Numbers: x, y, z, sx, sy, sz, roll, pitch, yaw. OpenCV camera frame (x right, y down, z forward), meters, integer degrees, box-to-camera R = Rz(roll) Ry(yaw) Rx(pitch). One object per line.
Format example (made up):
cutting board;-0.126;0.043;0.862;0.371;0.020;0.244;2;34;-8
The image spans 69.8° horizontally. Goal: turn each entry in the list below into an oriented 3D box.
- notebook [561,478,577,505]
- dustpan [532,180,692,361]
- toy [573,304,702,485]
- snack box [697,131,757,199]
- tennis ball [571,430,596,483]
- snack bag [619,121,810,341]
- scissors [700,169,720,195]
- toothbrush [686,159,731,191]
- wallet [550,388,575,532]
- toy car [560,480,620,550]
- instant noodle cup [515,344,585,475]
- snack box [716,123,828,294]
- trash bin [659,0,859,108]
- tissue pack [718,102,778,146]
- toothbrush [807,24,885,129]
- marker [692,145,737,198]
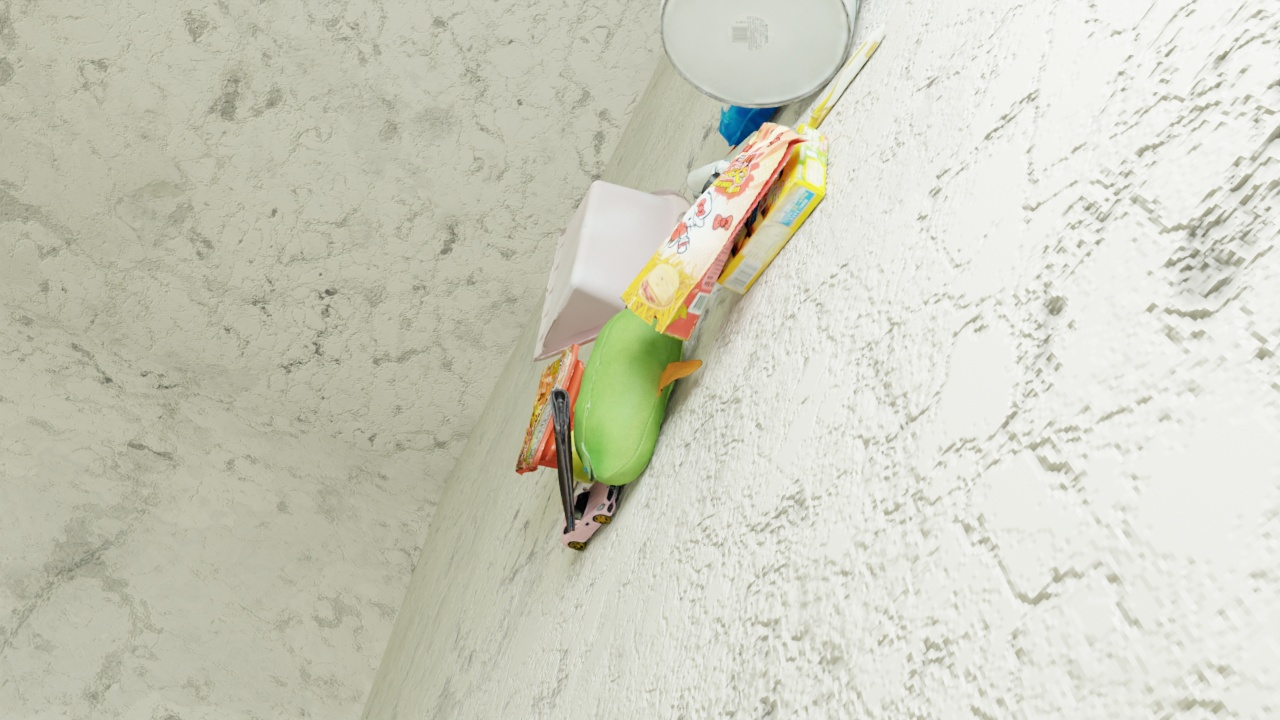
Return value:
notebook;-0.065;0.078;1.241;0.147;0.008;0.208;-100;32;-70
dustpan;-0.035;-0.119;1.245;0.274;0.138;0.222;133;150;-63
toy;-0.010;0.020;0.947;0.228;0.090;0.246;-25;44;56
snack box;0.100;-0.202;1.068;0.084;0.027;0.157;-67;12;-10
tennis ball;-0.056;0.105;1.031;0.066;0.065;0.065;-61;12;22
snack bag;0.068;-0.119;0.817;0.208;0.073;0.128;-56;12;9
scissors;0.068;-0.139;0.944;0.174;0.014;0.160;-49;-14;-38
toothbrush;0.084;-0.204;1.002;0.026;0.027;0.221;-31;10;-4
wallet;-0.078;0.102;0.950;0.096;0.020;0.122;-104;10;-67
toy car;-0.056;0.162;0.988;0.123;0.037;0.056;-51;19;47
instant noodle cup;-0.103;0.075;1.195;0.189;0.079;0.164;149;141;-72
snack box;0.119;-0.134;0.828;0.141;0.033;0.086;-51;19;46
trash bin;0.129;-0.411;0.927;0.230;0.229;0.251;132;154;-56
tissue pack;0.134;-0.320;1.091;0.095;0.052;0.156;-54;13;35
toothbrush;0.167;-0.236;0.856;0.192;0.018;0.016;-53;18;46
marker;0.099;-0.241;1.184;0.017;0.017;0.145;-69;12;-18
